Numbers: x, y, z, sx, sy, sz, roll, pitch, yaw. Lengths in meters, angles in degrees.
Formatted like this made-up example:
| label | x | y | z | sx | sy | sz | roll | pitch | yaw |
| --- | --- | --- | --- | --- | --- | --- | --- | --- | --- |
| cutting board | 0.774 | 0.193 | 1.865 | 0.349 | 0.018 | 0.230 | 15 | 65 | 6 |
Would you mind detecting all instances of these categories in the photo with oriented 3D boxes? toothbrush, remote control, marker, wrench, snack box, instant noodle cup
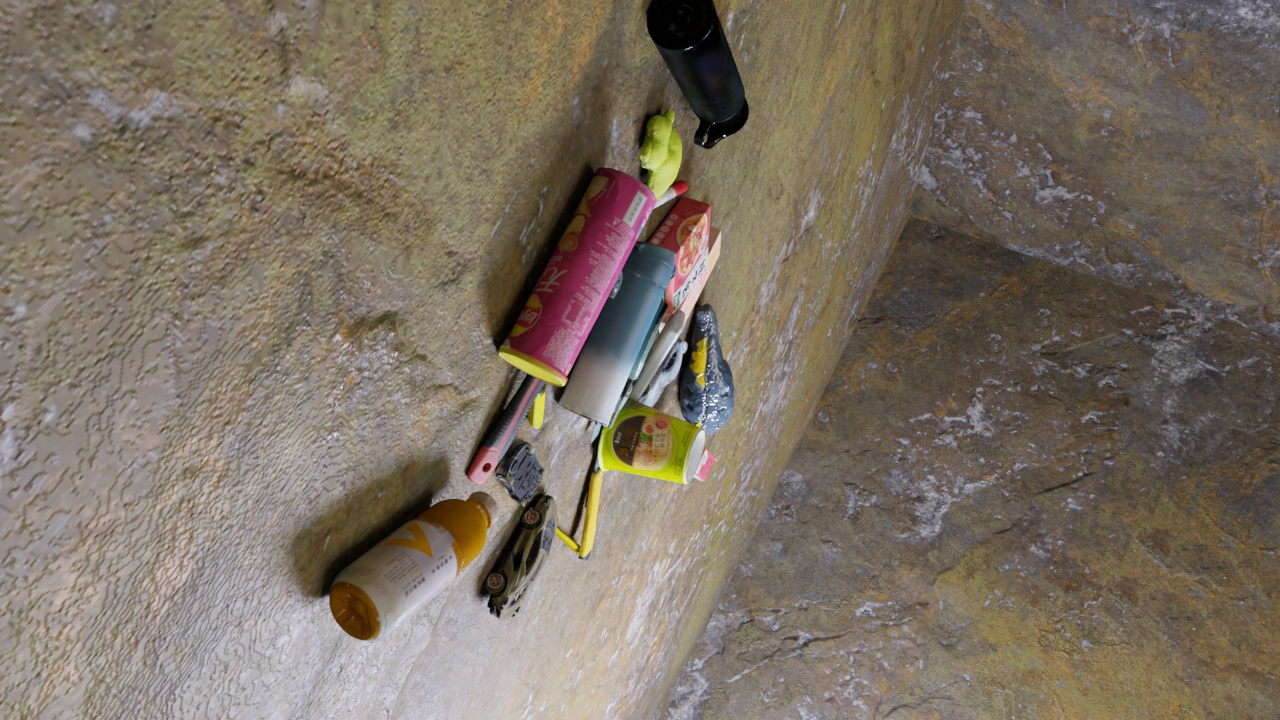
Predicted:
| label | x | y | z | sx | sy | sz | roll | pitch | yaw |
| --- | --- | --- | --- | --- | --- | --- | --- | --- | --- |
| toothbrush | -0.102 | 0.239 | 1.255 | 0.190 | 0.016 | 0.016 | 69 | 40 | -65 |
| remote control | 0.022 | -0.007 | 1.232 | 0.136 | 0.020 | 0.055 | -58 | -174 | 30 |
| marker | -0.109 | 0.019 | 0.975 | 0.018 | 0.015 | 0.124 | -34 | 141 | -47 |
| wrench | -0.099 | 0.009 | 0.950 | 0.273 | 0.016 | 0.056 | -57 | 148 | -11 |
| snack box | 0.043 | -0.126 | 1.179 | 0.126 | 0.044 | 0.113 | -55 | 159 | -32 |
| snack box | 0.070 | -0.107 | 1.295 | 0.157 | 0.026 | 0.084 | -62 | 169 | -12 |
| snack box | 0.052 | 0.143 | 1.420 | 0.044 | 0.113 | 0.127 | -66 | 162 | -9 |
| marker | 0.019 | -0.189 | 1.081 | 0.144 | 0.017 | 0.017 | -39 | 147 | -54 |
| instant noodle cup | 0.020 | 0.114 | 1.256 | 0.111 | 0.123 | 0.111 | 15 | 89 | -72 |

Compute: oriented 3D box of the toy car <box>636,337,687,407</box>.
| label | x | y | z | sx | sy | sz | roll | pitch | yaw |
| --- | --- | --- | --- | --- | --- | --- | --- | --- | --- |
| toy car | 0.030 | 0.020 | 1.337 | 0.120 | 0.037 | 0.054 | -60 | 161 | -12 |

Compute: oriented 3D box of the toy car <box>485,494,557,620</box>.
| label | x | y | z | sx | sy | sz | roll | pitch | yaw |
| --- | --- | --- | --- | --- | --- | --- | --- | --- | --- |
| toy car | -0.139 | 0.238 | 1.112 | 0.158 | 0.042 | 0.070 | -64 | 163 | -17 |

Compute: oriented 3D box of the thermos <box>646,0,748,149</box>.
| label | x | y | z | sx | sy | sz | roll | pitch | yaw |
| --- | --- | --- | --- | --- | --- | --- | --- | --- | --- |
| thermos | 0.068 | -0.303 | 0.993 | 0.242 | 0.068 | 0.090 | 29 | 80 | -72 |

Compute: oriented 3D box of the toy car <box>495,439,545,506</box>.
| label | x | y | z | sx | sy | sz | roll | pitch | yaw |
| --- | --- | --- | --- | --- | --- | --- | --- | --- | --- |
| toy car | -0.133 | 0.120 | 0.997 | 0.048 | 0.031 | 0.106 | -60 | 162 | -23 |

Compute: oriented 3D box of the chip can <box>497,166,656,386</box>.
| label | x | y | z | sx | sy | sz | roll | pitch | yaw |
| --- | --- | --- | --- | --- | --- | --- | --- | --- | --- |
| chip can | -0.059 | -0.083 | 0.898 | 0.210 | 0.071 | 0.071 | -64 | 162 | -12 |

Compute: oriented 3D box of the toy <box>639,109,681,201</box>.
| label | x | y | z | sx | sy | sz | roll | pitch | yaw |
| --- | --- | --- | --- | --- | --- | --- | --- | --- | --- |
| toy | 0.024 | -0.229 | 1.024 | 0.100 | 0.031 | 0.097 | 0 | 110 | -70 |

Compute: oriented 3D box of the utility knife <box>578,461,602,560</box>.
| label | x | y | z | sx | sy | sz | roll | pitch | yaw |
| --- | --- | --- | --- | --- | --- | --- | --- | --- | --- |
| utility knife | -0.066 | 0.188 | 1.285 | 0.033 | 0.015 | 0.216 | -42 | 144 | -67 |

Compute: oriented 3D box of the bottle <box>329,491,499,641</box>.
| label | x | y | z | sx | sy | sz | roll | pitch | yaw |
| --- | --- | --- | --- | --- | --- | --- | --- | --- | --- |
| bottle | -0.195 | 0.176 | 0.828 | 0.189 | 0.068 | 0.068 | -37 | 146 | -57 |

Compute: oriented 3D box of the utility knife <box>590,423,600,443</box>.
| label | x | y | z | sx | sy | sz | roll | pitch | yaw |
| --- | --- | --- | --- | --- | --- | --- | --- | --- | --- |
| utility knife | -0.031 | 0.012 | 1.177 | 0.030 | 0.021 | 0.204 | -11 | 116 | -64 |

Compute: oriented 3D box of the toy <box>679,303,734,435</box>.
| label | x | y | z | sx | sy | sz | roll | pitch | yaw |
| --- | --- | --- | --- | --- | --- | --- | --- | --- | --- |
| toy | 0.112 | 0.051 | 1.543 | 0.357 | 0.091 | 0.137 | 82 | 7 | -60 |

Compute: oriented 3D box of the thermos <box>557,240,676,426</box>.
| label | x | y | z | sx | sy | sz | roll | pitch | yaw |
| --- | --- | --- | --- | --- | --- | --- | --- | --- | --- |
| thermos | -0.023 | -0.034 | 1.068 | 0.220 | 0.070 | 0.070 | -66 | 162 | -2 |

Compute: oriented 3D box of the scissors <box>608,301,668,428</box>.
| label | x | y | z | sx | sy | sz | roll | pitch | yaw |
| --- | --- | --- | --- | --- | --- | --- | --- | --- | --- |
| scissors | -0.007 | 0.006 | 1.161 | 0.170 | 0.019 | 0.171 | 177 | -64 | -87 |
